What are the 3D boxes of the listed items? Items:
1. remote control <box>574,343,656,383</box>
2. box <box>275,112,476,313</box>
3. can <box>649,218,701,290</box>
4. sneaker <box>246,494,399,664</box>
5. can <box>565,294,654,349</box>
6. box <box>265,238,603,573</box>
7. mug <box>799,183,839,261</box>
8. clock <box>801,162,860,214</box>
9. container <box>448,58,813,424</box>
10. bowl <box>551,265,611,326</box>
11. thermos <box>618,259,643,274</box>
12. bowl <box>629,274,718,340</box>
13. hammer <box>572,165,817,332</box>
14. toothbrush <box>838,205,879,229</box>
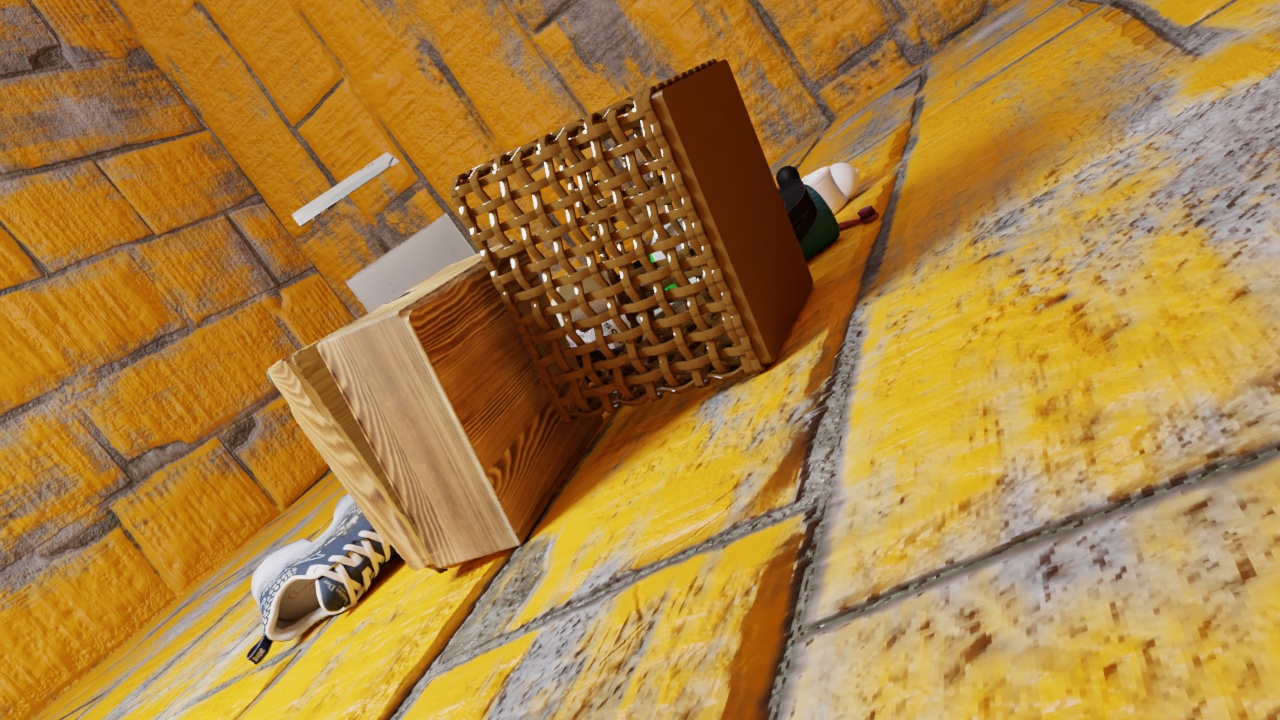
[{"bbox_3d":[-0.028,0.004,1.050,0.124,0.047,0.009,-7,37,-24],"label":"remote control"},{"bbox_3d":[-0.265,-0.075,1.208,0.166,0.479,0.119,-38,33,-13],"label":"box"},{"bbox_3d":[0.053,-0.125,1.204,0.087,0.088,0.140,-38,-11,-15],"label":"can"},{"bbox_3d":[-0.326,0.228,1.026,0.269,0.103,0.132,-36,24,3],"label":"sneaker"},{"bbox_3d":[-0.032,-0.038,1.189,0.087,0.086,0.116,-27,13,45],"label":"can"},{"bbox_3d":[-0.176,0.042,0.909,0.168,0.245,0.278,-23,13,19],"label":"box"},{"bbox_3d":[0.163,-0.161,1.098,0.107,0.113,0.083,-35,-27,-1],"label":"mug"},{"bbox_3d":[0.229,-0.227,1.310,0.161,0.073,0.125,-36,9,0],"label":"clock"},{"bbox_3d":[0.006,-0.117,0.878,0.215,0.251,0.219,-17,17,27],"label":"container"},{"bbox_3d":[-0.067,-0.050,1.283,0.076,0.151,0.150,-38,5,47],"label":"bowl"},{"bbox_3d":[0.030,-0.145,1.581,0.199,0.086,0.085,-29,11,38],"label":"thermos"},{"bbox_3d":[0.051,-0.050,1.097,0.117,0.061,0.117,-34,9,6],"label":"bowl"},{"bbox_3d":[0.055,-0.112,1.045,0.306,0.040,0.132,-29,31,17],"label":"hammer"},{"bbox_3d":[0.242,-0.169,1.143,0.016,0.016,0.190,-39,9,-12],"label":"toothbrush"}]
